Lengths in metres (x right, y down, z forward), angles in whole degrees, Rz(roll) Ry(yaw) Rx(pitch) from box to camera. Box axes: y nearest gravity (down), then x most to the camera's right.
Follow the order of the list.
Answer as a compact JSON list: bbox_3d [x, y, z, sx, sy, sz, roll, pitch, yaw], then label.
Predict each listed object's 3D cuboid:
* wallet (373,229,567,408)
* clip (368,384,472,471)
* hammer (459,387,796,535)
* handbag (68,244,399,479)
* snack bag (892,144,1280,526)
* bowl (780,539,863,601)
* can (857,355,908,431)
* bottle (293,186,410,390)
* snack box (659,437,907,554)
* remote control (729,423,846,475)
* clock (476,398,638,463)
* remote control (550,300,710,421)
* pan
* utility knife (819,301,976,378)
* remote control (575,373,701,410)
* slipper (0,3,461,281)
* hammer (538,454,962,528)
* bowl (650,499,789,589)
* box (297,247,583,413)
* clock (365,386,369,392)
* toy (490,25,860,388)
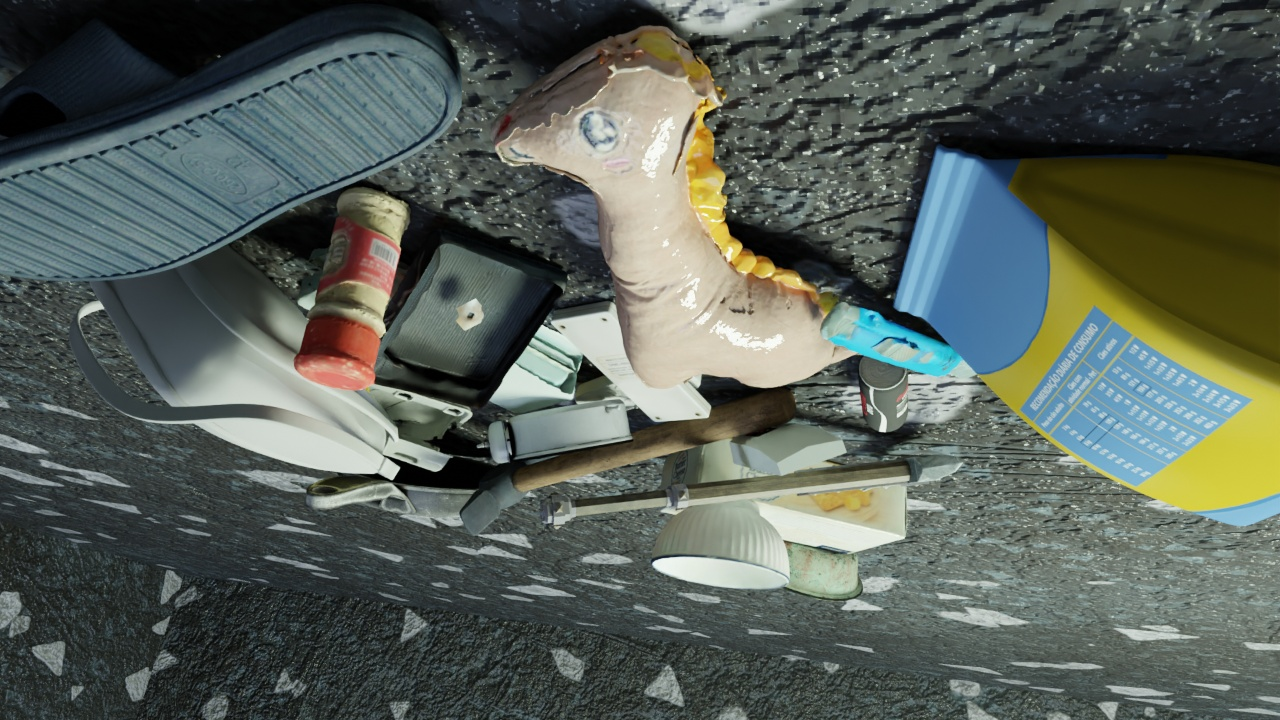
[{"bbox_3d":[-0.109,-0.024,0.563,0.089,0.026,0.115,18,125,-34],"label":"wallet"},{"bbox_3d":[-0.242,0.066,0.840,0.126,0.096,0.153,25,143,-28],"label":"clip"},{"bbox_3d":[-0.015,0.076,0.764,0.323,0.129,0.040,-19,107,34],"label":"hammer"},{"bbox_3d":[-0.228,0.016,0.588,0.216,0.095,0.222,42,177,32],"label":"handbag"},{"bbox_3d":[0.224,-0.021,0.428,0.205,0.102,0.159,25,162,17],"label":"snack bag"},{"bbox_3d":[0.162,0.192,0.957,0.157,0.038,0.157,17,-168,-4],"label":"bowl"},{"bbox_3d":[0.164,0.021,0.620,0.031,0.031,0.080,2,157,17],"label":"can"},{"bbox_3d":[-0.156,-0.040,0.501,0.044,0.109,0.044,6,159,2],"label":"bottle"},{"bbox_3d":[0.132,0.127,0.860,0.207,0.057,0.104,15,157,-13],"label":"snack box"},{"bbox_3d":[0.105,0.063,0.694,0.049,0.024,0.143,-18,180,-8],"label":"remote control"},{"bbox_3d":[-0.066,0.056,0.706,0.123,0.035,0.094,-10,176,12],"label":"clock"},{"bbox_3d":[-0.004,0.004,0.647,0.050,0.011,0.136,-7,143,36],"label":"remote control"},{"bbox_3d":[-0.224,0.117,0.846,0.187,0.055,0.356,8,-177,5],"label":"pan"},{"bbox_3d":[0.160,-0.007,0.540,0.178,0.015,0.031,12,141,-43],"label":"utility knife"},{"bbox_3d":[-0.004,0.021,0.713,0.043,0.013,0.137,23,154,-30],"label":"remote control"},{"bbox_3d":[-0.204,-0.108,0.411,0.264,0.082,0.101,-17,156,11],"label":"slipper"},{"bbox_3d":[0.080,0.097,0.698,0.316,0.028,0.147,-4,170,-15],"label":"hammer"},{"bbox_3d":[0.071,0.154,0.789,0.118,0.062,0.118,8,157,3],"label":"bowl"},{"bbox_3d":[-0.128,-0.020,0.624,0.199,0.066,0.083,31,169,-40],"label":"box"},{"bbox_3d":[-0.269,0.019,0.721,0.118,0.083,0.057,13,143,-4],"label":"clock"},{"bbox_3d":[0.043,-0.060,0.455,0.196,0.065,0.265,-10,149,-1],"label":"toy"}]
